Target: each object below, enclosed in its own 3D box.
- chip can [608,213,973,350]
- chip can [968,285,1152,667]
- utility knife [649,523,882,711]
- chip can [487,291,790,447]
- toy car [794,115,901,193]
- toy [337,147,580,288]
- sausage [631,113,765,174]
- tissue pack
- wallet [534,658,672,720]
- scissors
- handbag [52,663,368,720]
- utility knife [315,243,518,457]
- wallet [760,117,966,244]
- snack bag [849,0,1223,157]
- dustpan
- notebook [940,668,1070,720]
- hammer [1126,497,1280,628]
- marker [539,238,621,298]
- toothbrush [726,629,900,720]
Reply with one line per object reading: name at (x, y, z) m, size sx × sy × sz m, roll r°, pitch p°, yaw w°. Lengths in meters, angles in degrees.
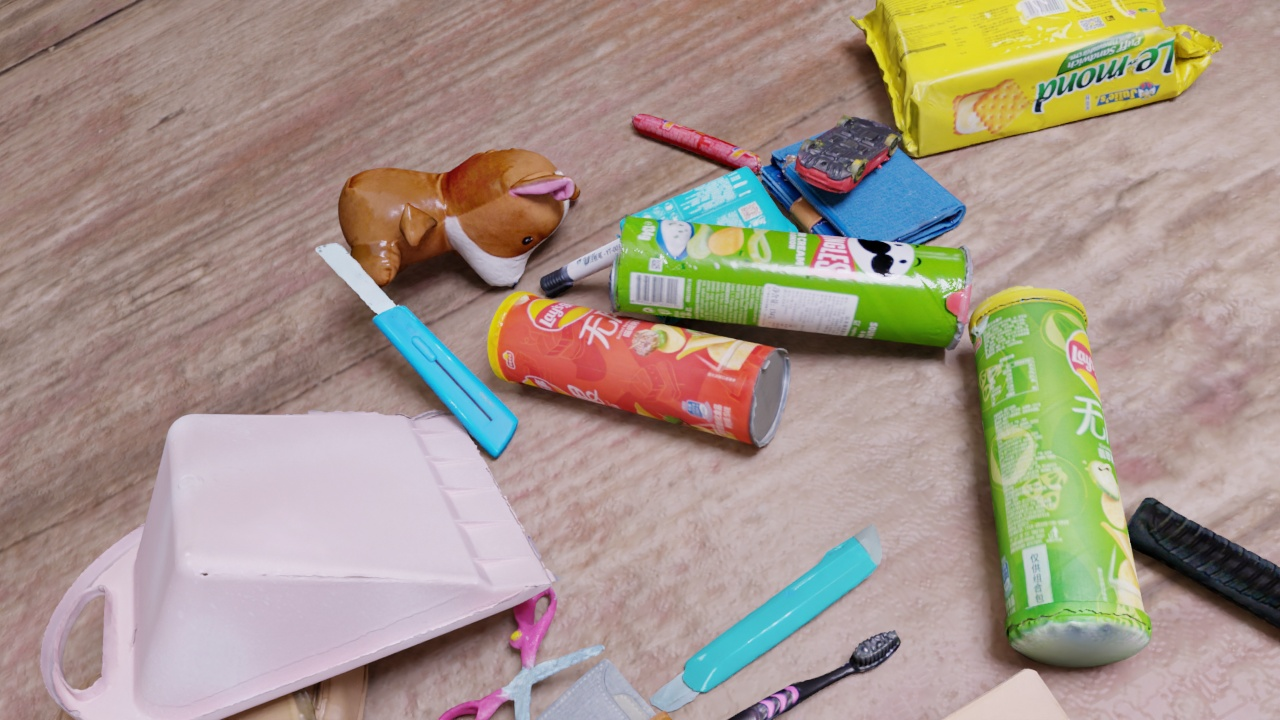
chip can at (0.100, -0.055, 0.631) m, size 0.236 × 0.072 × 0.072 m, roll 6°, pitch 58°, yaw 7°
chip can at (0.239, 0.063, 0.536) m, size 0.073 × 0.072 × 0.220 m, roll -4°, pitch 56°, yaw 16°
utility knife at (0.079, 0.160, 0.563) m, size 0.176 × 0.013 × 0.029 m, roll -35°, pitch 50°, yaw -2°
chip can at (-0.004, 0.004, 0.663) m, size 0.217 × 0.073 × 0.073 m, roll 14°, pitch 62°, yaw 25°
toy car at (0.158, -0.156, 0.693) m, size 0.049 × 0.031 × 0.106 m, roll 30°, pitch 46°, yaw 22°
toy at (-0.146, -0.116, 0.765) m, size 0.199 × 0.130 × 0.140 m, roll -19°, pitch 18°, yaw -1°
sausage at (0.049, -0.193, 0.812) m, size 0.156 × 0.020 × 0.020 m, roll 29°, pitch 70°, yaw 32°
tissue pack at (0.054, -0.091, 0.720) m, size 0.133 × 0.050 × 0.093 m, roll -23°, pitch 52°, yaw 3°
wallet at (-0.016, 0.248, 0.521) m, size 0.106 × 0.037 × 0.130 m, roll -42°, pitch 54°, yaw -11°
scissors at (-0.077, 0.199, 0.571) m, size 0.134 × 0.017 × 0.133 m, roll -30°, pitch 33°, yaw 14°
handbag at (-0.277, 0.230, 0.582) m, size 0.204 × 0.100 × 0.147 m, roll -32°, pitch 47°, yaw -5°
utility knife at (-0.174, -0.014, 0.704) m, size 0.034 × 0.018 × 0.218 m, roll -43°, pitch 82°, yaw -14°
wallet at (0.169, -0.130, 0.715) m, size 0.106 × 0.040 × 0.133 m, roll -26°, pitch 52°, yaw -10°
snack bag at (0.306, -0.259, 0.738) m, size 0.247 × 0.068 × 0.157 m, roll -11°, pitch 54°, yaw 11°
dustpan at (-0.227, 0.134, 0.605) m, size 0.222 × 0.273 × 0.139 m, roll 48°, pitch 124°, yaw 54°
notebook at (0.151, 0.269, 0.450) m, size 0.207 × 0.008 × 0.147 m, roll -30°, pitch 64°, yaw -2°
hammer at (0.390, 0.158, 0.445) m, size 0.301 × 0.033 × 0.128 m, roll 32°, pitch 71°, yaw 33°
marker at (-0.036, -0.076, 0.723) m, size 0.131 × 0.018 × 0.022 m, roll -17°, pitch 80°, yaw 46°
toothbrush at (0.067, 0.198, 0.517) m, size 0.189 × 0.018 × 0.014 m, roll -24°, pitch 48°, yaw -12°
